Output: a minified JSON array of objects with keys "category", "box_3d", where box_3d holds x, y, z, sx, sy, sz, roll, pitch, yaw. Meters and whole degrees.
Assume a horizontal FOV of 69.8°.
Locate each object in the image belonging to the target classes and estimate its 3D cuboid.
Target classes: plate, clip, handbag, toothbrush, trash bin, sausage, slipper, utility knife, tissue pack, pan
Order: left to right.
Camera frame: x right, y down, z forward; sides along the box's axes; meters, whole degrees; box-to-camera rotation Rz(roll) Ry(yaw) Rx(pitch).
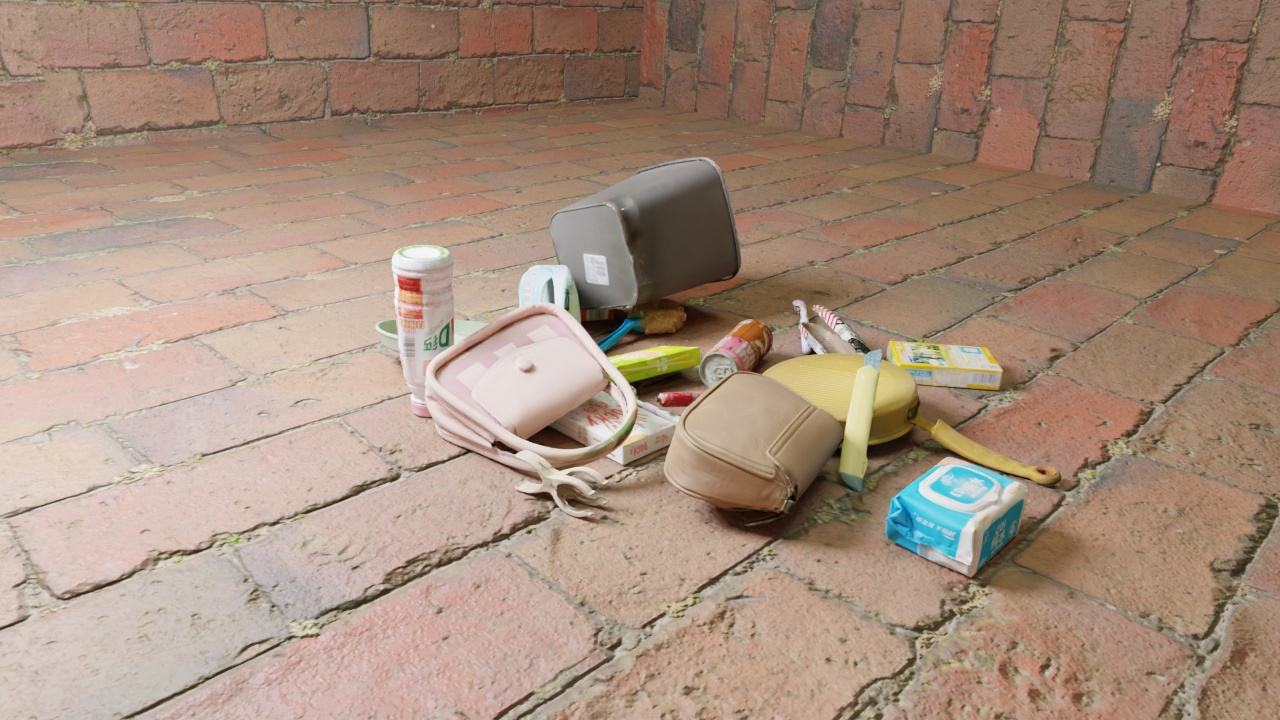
[{"category":"plate","box_3d":[-0.232,-0.026,1.211,0.230,0.027,0.230,6,9,-1]},{"category":"slipper","box_3d":[-0.141,-0.088,1.325,0.074,0.104,0.245,-8,16,-16]},{"category":"handbag","box_3d":[-0.106,0.043,1.018,0.192,0.093,0.234,-33,48,-31]},{"category":"clip","box_3d":[-0.080,0.114,0.914,0.103,0.077,0.034,27,31,23]},{"category":"trash bin","box_3d":[0.003,-0.179,1.376,0.199,0.199,0.219,0,20,44]},{"category":"toothbrush","box_3d":[0.047,0.070,1.087,0.190,0.020,0.029,26,-11,40]},{"category":"sausage","box_3d":[0.083,0.046,1.118,0.155,0.020,0.020,0,21,-34]},{"category":"handbag","box_3d":[0.116,0.091,0.951,0.148,0.100,0.203,25,29,21]},{"category":"toothbrush","box_3d":[0.248,-0.051,1.399,0.029,0.021,0.188,34,23,-9]},{"category":"utility knife","box_3d":[0.245,0.060,1.011,0.031,0.019,0.176,14,68,6]},{"category":"pan","box_3d":[0.305,0.073,1.080,0.358,0.078,0.197,10,27,31]},{"category":"tissue pack","box_3d":[0.306,0.145,0.885,0.090,0.063,0.139,22,30,38]}]

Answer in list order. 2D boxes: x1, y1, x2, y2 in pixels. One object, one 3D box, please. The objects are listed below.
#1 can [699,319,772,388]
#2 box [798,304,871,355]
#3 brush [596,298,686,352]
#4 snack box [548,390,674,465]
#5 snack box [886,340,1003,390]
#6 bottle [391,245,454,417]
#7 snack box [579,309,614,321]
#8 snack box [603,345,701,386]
[{"category":"can","box_3d":[0.130,-0.009,1.232,0.058,0.058,0.147,13,25,22]},{"category":"box","box_3d":[0.275,-0.016,1.291,0.075,0.076,0.163,33,12,-28]},{"category":"brush","box_3d":[-0.024,-0.038,1.319,0.083,0.046,0.253,21,33,30]},{"category":"snack box","box_3d":[-0.045,0.070,1.067,0.157,0.027,0.084,22,30,39]},{"category":"snack box","box_3d":[0.418,0.006,1.268,0.140,0.034,0.086,6,23,3]},{"category":"bottle","box_3d":[-0.247,-0.031,1.058,0.068,0.197,0.068,2,23,-1]},{"category":"snack box","box_3d":[-0.096,-0.102,1.464,0.077,0.027,0.155,-4,24,-14]},{"category":"snack box","box_3d":[-0.007,0.007,1.190,0.156,0.026,0.086,-13,10,-32]}]
